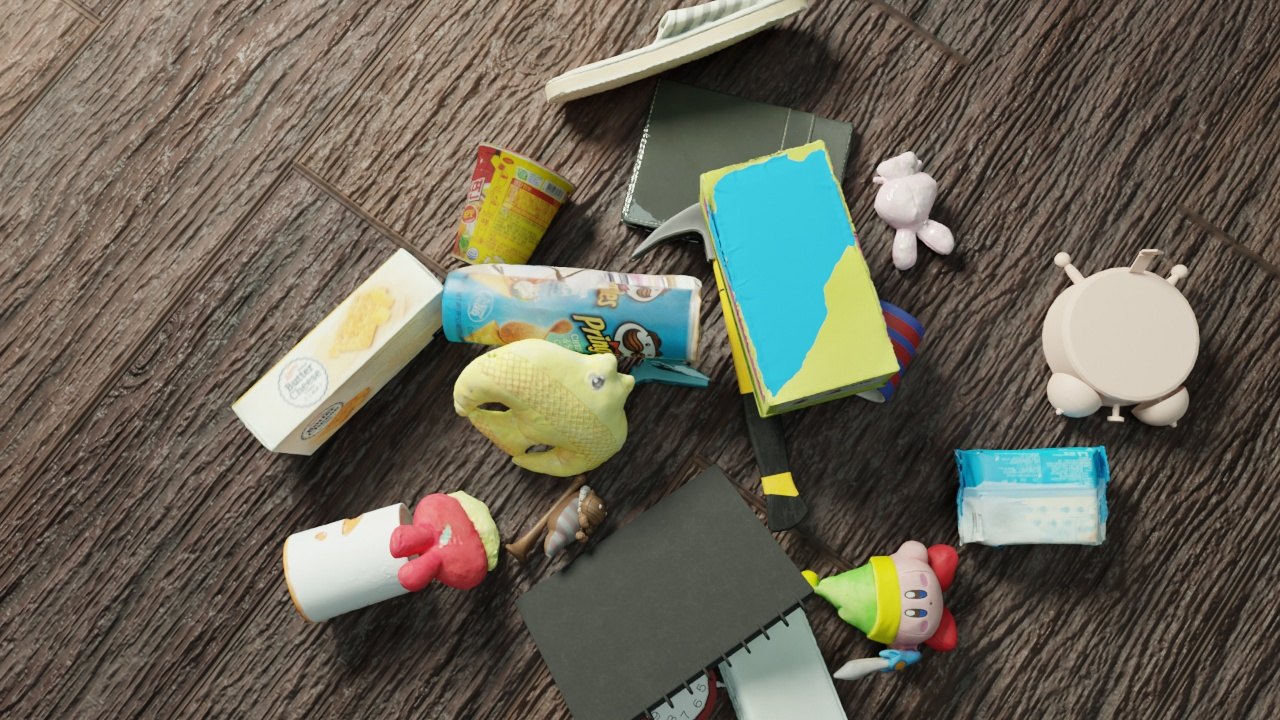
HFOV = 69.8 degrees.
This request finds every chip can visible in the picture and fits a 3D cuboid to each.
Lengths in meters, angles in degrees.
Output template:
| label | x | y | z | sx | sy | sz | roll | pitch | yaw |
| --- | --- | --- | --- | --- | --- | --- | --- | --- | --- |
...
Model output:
| label | x | y | z | sx | sy | sz | roll | pitch | yaw |
| --- | --- | --- | --- | --- | --- | --- | --- | --- | --- |
| chip can | -0.058 | -0.045 | 0.829 | 0.229 | 0.080 | 0.079 | 5 | 82 | 3 |

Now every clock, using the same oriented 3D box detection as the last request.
| label | x | y | z | sx | sy | sz | roll | pitch | yaw |
| --- | --- | --- | --- | --- | --- | --- | --- | --- | --- |
| clock | 0.465 | -0.021 | 0.880 | 0.131 | 0.086 | 0.160 | 6 | 88 | 0 |
| clock | 0.018 | 0.293 | 0.844 | 0.124 | 0.044 | 0.087 | 31 | 83 | 2 |

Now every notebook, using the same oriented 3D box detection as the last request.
| label | x | y | z | sx | sy | sz | roll | pitch | yaw |
| --- | --- | --- | --- | --- | --- | --- | --- | --- | --- |
| notebook | 0.098 | -0.186 | 0.921 | 0.209 | 0.029 | 0.169 | 14 | 81 | 4 |
| notebook | 0.019 | 0.217 | 0.825 | 0.231 | 0.019 | 0.169 | -34 | 51 | -5 |

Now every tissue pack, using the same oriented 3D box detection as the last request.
| label | x | y | z | sx | sy | sz | roll | pitch | yaw |
| --- | --- | --- | --- | --- | --- | --- | --- | --- | --- |
| tissue pack | 0.368 | 0.128 | 0.865 | 0.144 | 0.062 | 0.093 | -1 | 84 | 1 |

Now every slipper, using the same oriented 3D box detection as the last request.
| label | x | y | z | sx | sy | sz | roll | pitch | yaw |
| --- | --- | --- | --- | --- | --- | --- | --- | --- | --- |
| slipper | 0.032 | -0.315 | 0.900 | 0.272 | 0.114 | 0.054 | -22 | 107 | -1 |

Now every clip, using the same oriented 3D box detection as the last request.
| label | x | y | z | sx | sy | sz | roll | pitch | yaw |
| --- | --- | --- | --- | --- | --- | --- | --- | --- | --- |
| clip | -0.007 | 0.008 | 0.894 | 0.118 | 0.033 | 0.120 | -37 | 84 | -9 |

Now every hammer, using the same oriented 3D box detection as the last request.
| label | x | y | z | sx | sy | sz | roll | pitch | yaw |
| --- | --- | --- | --- | --- | --- | --- | --- | --- | --- |
| hammer | 0.100 | 0.001 | 0.869 | 0.170 | 0.034 | 0.324 | -12 | 84 | 0 |

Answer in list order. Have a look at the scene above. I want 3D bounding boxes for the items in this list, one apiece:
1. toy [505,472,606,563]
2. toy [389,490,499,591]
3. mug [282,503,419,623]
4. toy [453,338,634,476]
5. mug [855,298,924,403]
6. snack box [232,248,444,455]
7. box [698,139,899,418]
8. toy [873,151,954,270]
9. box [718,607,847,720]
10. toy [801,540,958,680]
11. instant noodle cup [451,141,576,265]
| label | x | y | z | sx | sy | sz | roll | pitch | yaw |
| --- | --- | --- | --- | --- | --- | --- | --- | --- | --- |
| toy | -0.073 | 0.155 | 0.864 | 0.055 | 0.042 | 0.101 | 34 | 74 | 26 |
| toy | -0.172 | 0.163 | 0.821 | 0.045 | 0.135 | 0.091 | -35 | 84 | 25 |
| mug | -0.258 | 0.183 | 0.836 | 0.105 | 0.082 | 0.082 | -17 | 83 | -4 |
| toy | -0.080 | 0.041 | 0.828 | 0.155 | 0.170 | 0.064 | -25 | 39 | 20 |
| mug | 0.204 | -0.018 | 0.883 | 0.112 | 0.075 | 0.076 | 26 | 81 | 30 |
| snack box | -0.266 | -0.004 | 0.850 | 0.057 | 0.104 | 0.207 | 45 | 84 | 5 |
| box | 0.135 | -0.072 | 0.814 | 0.124 | 0.079 | 0.221 | -17 | 77 | 0 |
| toy | 0.267 | -0.148 | 0.910 | 0.063 | 0.047 | 0.110 | -17 | 92 | 4 |
| box | 0.130 | 0.300 | 0.826 | 0.118 | 0.063 | 0.213 | -12 | 80 | -33 |
| toy | 0.221 | 0.227 | 0.850 | 0.131 | 0.097 | 0.124 | 4 | 88 | -19 |
| instant noodle cup | -0.131 | -0.138 | 0.881 | 0.100 | 0.100 | 0.112 | 25 | 90 | 2 |
